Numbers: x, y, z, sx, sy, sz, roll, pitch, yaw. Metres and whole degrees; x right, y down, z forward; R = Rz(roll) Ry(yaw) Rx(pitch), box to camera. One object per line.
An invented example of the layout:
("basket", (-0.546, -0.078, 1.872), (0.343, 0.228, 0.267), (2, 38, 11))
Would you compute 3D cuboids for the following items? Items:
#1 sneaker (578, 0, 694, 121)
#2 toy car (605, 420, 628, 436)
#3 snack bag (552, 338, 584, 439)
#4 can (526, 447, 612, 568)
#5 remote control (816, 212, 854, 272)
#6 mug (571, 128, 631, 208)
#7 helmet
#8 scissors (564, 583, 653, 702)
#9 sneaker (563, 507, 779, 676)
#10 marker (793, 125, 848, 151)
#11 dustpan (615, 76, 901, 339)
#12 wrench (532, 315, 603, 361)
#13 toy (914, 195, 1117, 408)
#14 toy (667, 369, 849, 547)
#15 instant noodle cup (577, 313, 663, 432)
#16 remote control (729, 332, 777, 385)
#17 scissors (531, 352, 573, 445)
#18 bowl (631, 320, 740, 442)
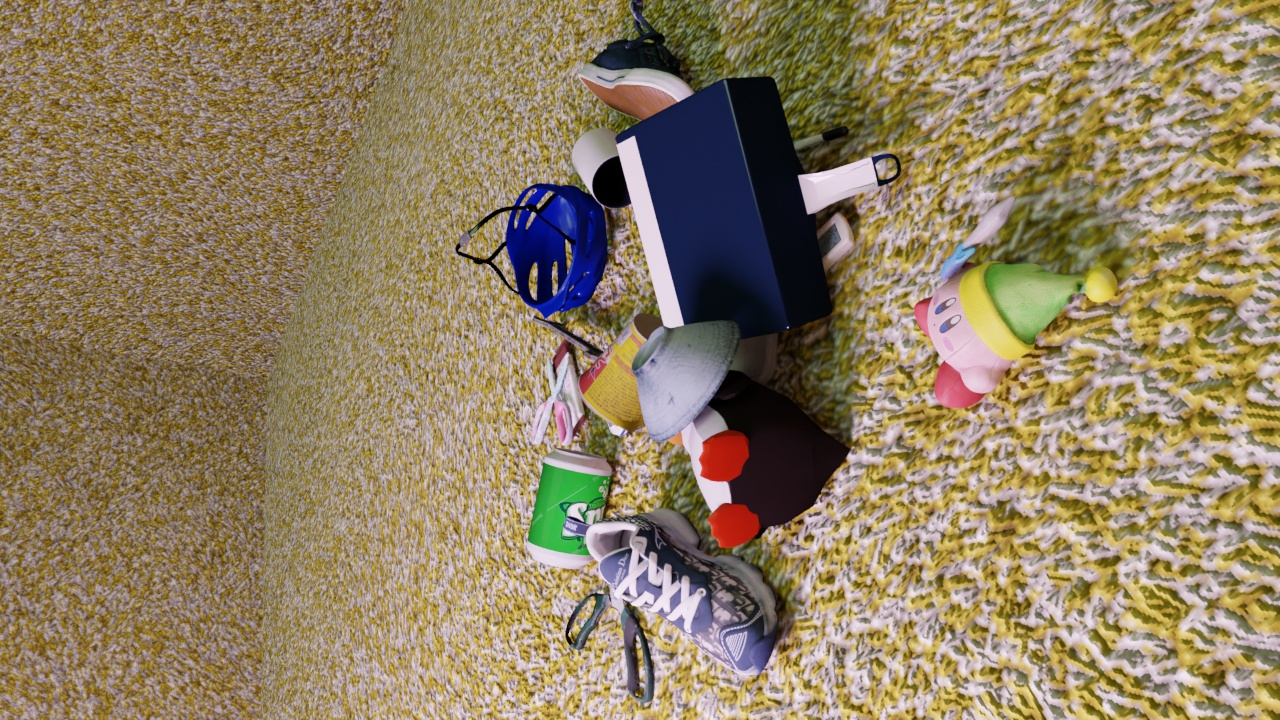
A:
("sneaker", (0.016, -0.390, 1.215), (0.127, 0.120, 0.294), (-49, 32, 3))
("toy car", (-0.035, 0.061, 1.179), (0.039, 0.027, 0.089), (-59, 35, 24))
("snack bag", (-0.103, 0.040, 1.312), (0.057, 0.013, 0.157), (-58, 35, 40))
("can", (-0.090, 0.186, 1.164), (0.088, 0.087, 0.140), (8, 86, 59))
("remote control", (0.166, -0.095, 0.915), (0.126, 0.018, 0.038), (-46, 42, 40))
("mug", (-0.031, -0.276, 1.264), (0.112, 0.078, 0.096), (-39, 40, 7))
("helmet", (-0.149, -0.171, 1.260), (0.148, 0.227, 0.241), (-36, 49, 35))
("scissors", (-0.040, 0.324, 1.101), (0.206, 0.015, 0.201), (-47, 42, 43))
("sneaker", (0.023, 0.223, 0.919), (0.269, 0.132, 0.103), (32, 104, 57))
("marker", (0.164, -0.226, 0.975), (0.152, 0.011, 0.011), (-3, 76, 58))
("dustpan", (0.115, -0.146, 0.883), (0.274, 0.080, 0.236), (-10, 96, 52))
("wrench", (-0.087, -0.027, 1.263), (0.273, 0.070, 0.010), (30, 103, 61))
("toy", (0.270, -0.041, 0.682), (0.132, 0.096, 0.124), (116, 159, -56))
("toy", (0.100, 0.069, 0.887), (0.184, 0.140, 0.159), (-125, 22, -63))
("instant noodle cup", (-0.006, 0.006, 1.081), (0.113, 0.100, 0.100), (-58, 35, 29))
("remote control", (0.096, -0.002, 0.994), (0.151, 0.019, 0.074), (-16, 65, 57))
("scissors", (-0.127, 0.069, 1.321), (0.177, 0.013, 0.170), (118, 147, -40))
("bowl", (0.029, 0.004, 0.864), (0.137, 0.057, 0.137), (-50, 15, 19))
